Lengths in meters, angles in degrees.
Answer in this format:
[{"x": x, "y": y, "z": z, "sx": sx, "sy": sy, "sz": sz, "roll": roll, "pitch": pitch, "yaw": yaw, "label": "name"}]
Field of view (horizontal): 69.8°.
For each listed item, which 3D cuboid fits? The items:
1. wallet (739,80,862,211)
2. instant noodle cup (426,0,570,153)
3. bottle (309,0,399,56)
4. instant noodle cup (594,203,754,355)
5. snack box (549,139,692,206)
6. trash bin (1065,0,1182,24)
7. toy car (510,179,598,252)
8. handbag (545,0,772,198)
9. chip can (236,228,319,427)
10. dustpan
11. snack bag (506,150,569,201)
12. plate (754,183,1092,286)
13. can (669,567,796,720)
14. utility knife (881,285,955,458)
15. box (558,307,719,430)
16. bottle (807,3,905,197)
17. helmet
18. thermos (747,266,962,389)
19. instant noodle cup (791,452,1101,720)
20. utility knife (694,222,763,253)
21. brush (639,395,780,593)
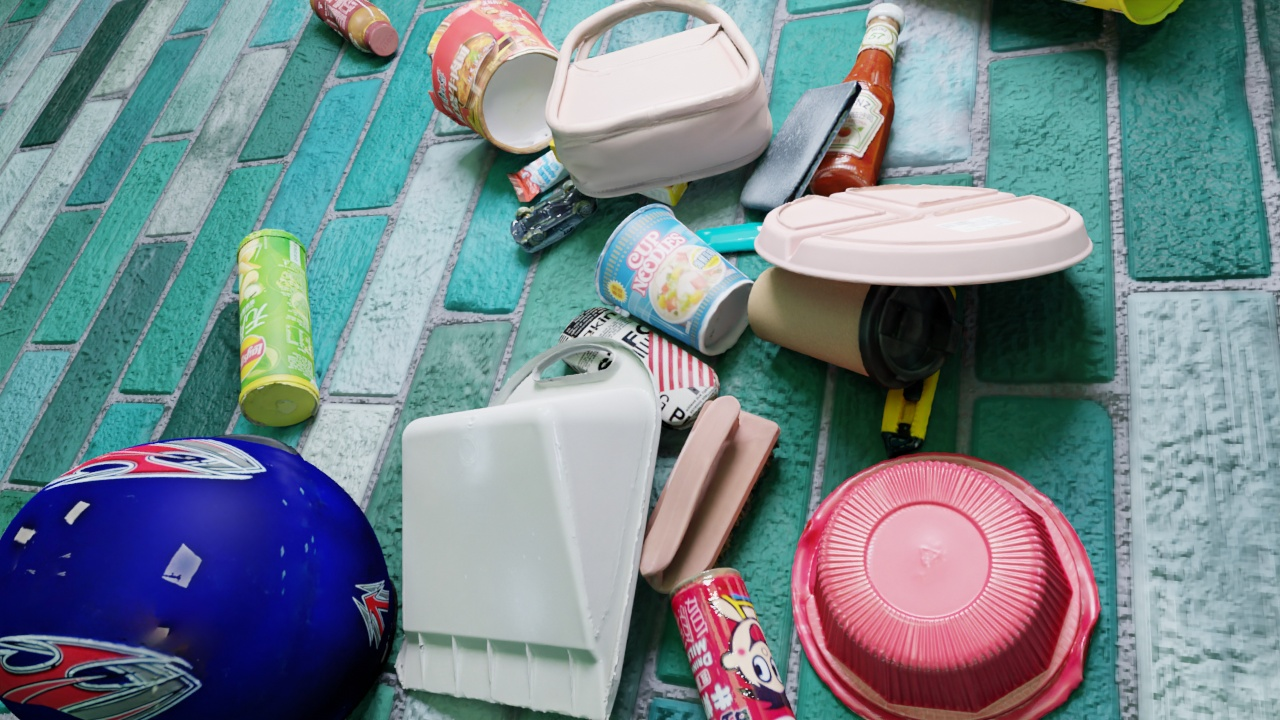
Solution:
[{"x": 0.134, "y": -0.179, "z": 0.777, "sx": 0.121, "sy": 0.019, "sz": 0.097, "roll": -60, "pitch": 19, "yaw": 3, "label": "wallet"}, {"x": -0.133, "y": -0.282, "z": 0.930, "sx": 0.138, "sy": 0.138, "sz": 0.108, "roll": -40, "pitch": 50, "yaw": -3, "label": "instant noodle cup"}, {"x": -0.368, "y": -0.441, "z": 1.186, "sx": 0.057, "sy": 0.057, "sz": 0.175, "roll": -43, "pitch": 53, "yaw": -6, "label": "bottle"}, {"x": 0.035, "y": -0.061, "z": 0.757, "sx": 0.110, "sy": 0.099, "sz": 0.099, "roll": 36, "pitch": 79, "yaw": 28, "label": "instant noodle cup"}, {"x": -0.007, "y": -0.211, "z": 0.885, "sx": 0.140, "sy": 0.034, "sz": 0.086, "roll": 24, "pitch": 72, "yaw": 23, "label": "snack box"}, {"x": 0.336, "y": -0.420, "z": 0.770, "sx": 0.255, "sy": 0.229, "sz": 0.229, "roll": 30, "pitch": 75, "yaw": 41, "label": "trash bin"}, {"x": -0.082, "y": -0.138, "z": 0.887, "sx": 0.090, "sy": 0.034, "sz": 0.043, "roll": -32, "pitch": 50, "yaw": 0, "label": "toy car"}, {"x": 0.010, "y": -0.270, "z": 0.855, "sx": 0.193, "sy": 0.093, "sz": 0.233, "roll": -13, "pitch": 55, "yaw": 6, "label": "handbag"}, {"x": -0.370, "y": -0.039, "z": 0.929, "sx": 0.072, "sy": 0.072, "sz": 0.221, "roll": -25, "pitch": 53, "yaw": 8, "label": "chip can"}, {"x": -0.075, "y": 0.111, "z": 0.703, "sx": 0.223, "sy": 0.142, "sz": 0.257, "roll": -9, "pitch": 87, "yaw": 39, "label": "dustpan"}, {"x": -0.084, "y": -0.200, "z": 0.932, "sx": 0.104, "sy": 0.026, "sz": 0.048, "roll": -31, "pitch": 62, "yaw": 3, "label": "snack bag"}, {"x": 0.197, "y": -0.096, "z": 0.654, "sx": 0.229, "sy": 0.028, "sz": 0.229, "roll": -3, "pitch": 20, "yaw": 1, "label": "plate"}, {"x": 0.063, "y": 0.207, "z": 0.598, "sx": 0.053, "sy": 0.053, "sz": 0.132, "roll": -25, "pitch": 53, "yaw": 8, "label": "can"}, {"x": 0.209, "y": -0.005, "z": 0.687, "sx": 0.033, "sy": 0.015, "sz": 0.171, "roll": 8, "pitch": 64, "yaw": 27, "label": "utility knife"}, {"x": -0.006, "y": 0.003, "z": 0.758, "sx": 0.164, "sy": 0.051, "sz": 0.068, "roll": 27, "pitch": 59, "yaw": 37, "label": "box"}, {"x": 0.196, "y": -0.229, "z": 0.804, "sx": 0.060, "sy": 0.060, "sz": 0.205, "roll": 7, "pitch": 64, "yaw": 27, "label": "bottle"}, {"x": -0.354, "y": 0.179, "z": 0.685, "sx": 0.316, "sy": 0.240, "sz": 0.246, "roll": -9, "pitch": 55, "yaw": 19, "label": "helmet"}, {"x": 0.152, "y": -0.033, "z": 0.678, "sx": 0.143, "sy": 0.093, "sz": 0.093, "roll": 14, "pitch": 65, "yaw": 49, "label": "thermos"}, {"x": 0.185, "y": 0.136, "z": 0.581, "sx": 0.194, "sy": 0.066, "sz": 0.193, "roll": -11, "pitch": 57, "yaw": 16, "label": "instant noodle cup"}, {"x": 0.084, "y": -0.108, "z": 0.807, "sx": 0.218, "sy": 0.013, "sz": 0.029, "roll": -4, "pitch": 72, "yaw": 19, "label": "utility knife"}, {"x": 0.043, "y": 0.099, "z": 0.662, "sx": 0.063, "sy": 0.073, "sz": 0.145, "roll": 19, "pitch": 71, "yaw": 31, "label": "brush"}]
